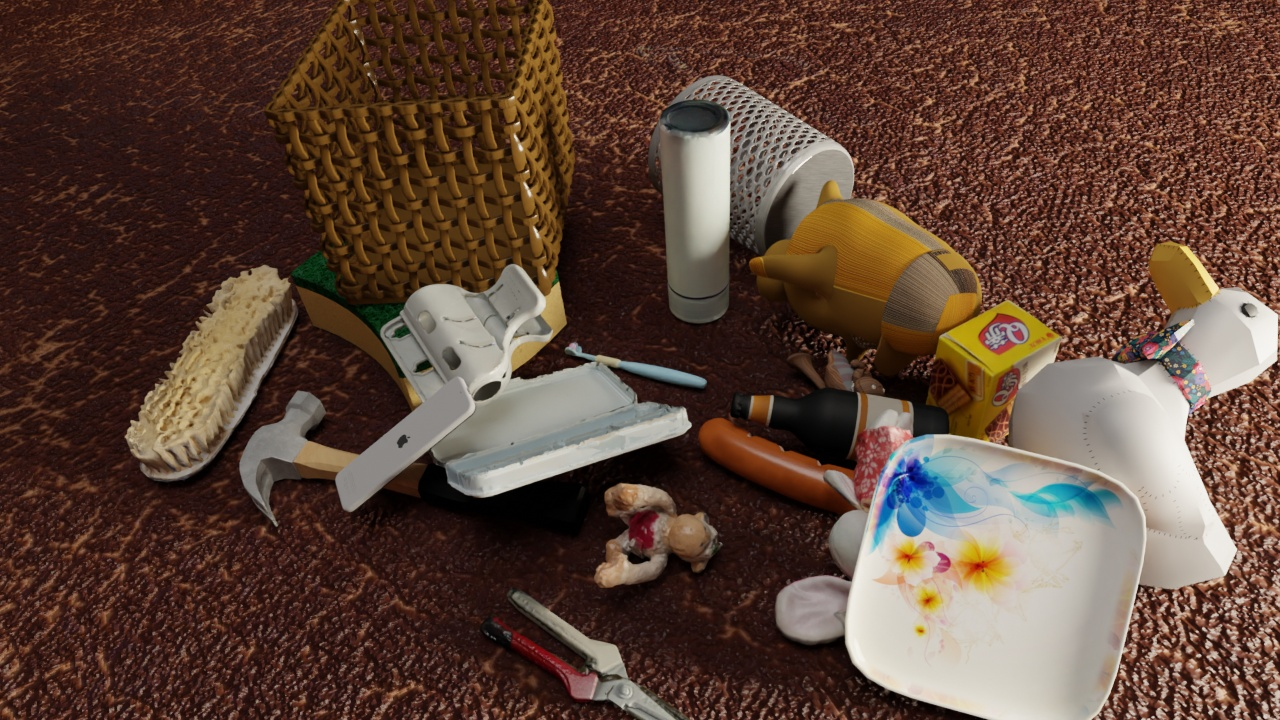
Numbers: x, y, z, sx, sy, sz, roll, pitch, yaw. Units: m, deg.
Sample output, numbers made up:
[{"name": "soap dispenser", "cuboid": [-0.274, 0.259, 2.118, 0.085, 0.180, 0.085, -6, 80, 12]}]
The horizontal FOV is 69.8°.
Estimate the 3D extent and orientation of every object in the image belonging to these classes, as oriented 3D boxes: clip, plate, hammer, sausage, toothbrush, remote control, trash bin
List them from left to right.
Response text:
[{"name": "remote control", "cuboid": [-0.203, 0.072, 0.787, 0.147, 0.008, 0.045, -39, 48, 6]}, {"name": "hammer", "cuboid": [-0.207, 0.107, 0.829, 0.328, 0.039, 0.130, 8, 47, 14]}, {"name": "clip", "cuboid": [-0.154, -0.024, 0.843, 0.143, 0.074, 0.124, -31, 64, -12]}, {"name": "toothbrush", "cuboid": [-0.006, 0.005, 0.923, 0.155, 0.016, 0.022, 14, 10, 22]}, {"name": "trash bin", "cuboid": [0.126, -0.212, 1.035, 0.156, 0.157, 0.183, -31, 51, -23]}, {"name": "sausage", "cuboid": [0.122, 0.093, 0.798, 0.164, 0.039, 0.044, 21, 43, 26]}, {"name": "plate", "cuboid": [0.247, 0.154, 0.647, 0.187, 0.016, 0.187, 14, 89, 6]}]

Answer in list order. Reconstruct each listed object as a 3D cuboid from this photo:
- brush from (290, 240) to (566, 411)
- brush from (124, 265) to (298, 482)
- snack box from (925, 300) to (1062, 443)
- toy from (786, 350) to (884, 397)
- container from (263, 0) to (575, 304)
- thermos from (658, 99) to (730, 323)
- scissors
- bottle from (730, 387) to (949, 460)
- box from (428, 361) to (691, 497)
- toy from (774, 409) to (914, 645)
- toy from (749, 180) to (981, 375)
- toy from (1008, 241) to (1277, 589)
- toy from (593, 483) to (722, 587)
[{"name": "brush", "cuboid": [-0.226, -0.067, 0.983, 0.194, 0.075, 0.250, -35, 50, -27]}, {"name": "brush", "cuboid": [-0.432, 0.007, 0.946, 0.083, 0.057, 0.270, 2, 45, 8]}, {"name": "snack box", "cuboid": [0.307, 0.015, 0.807, 0.083, 0.106, 0.061, -26, 48, -19]}, {"name": "toy", "cuboid": [0.188, 0.019, 0.860, 0.041, 0.055, 0.101, 10, 34, -43]}, {"name": "container", "cuboid": [-0.197, -0.220, 0.926, 0.220, 0.214, 0.251, -2, 44, 5]}, {"name": "thermos", "cuboid": [0.056, -0.140, 0.911, 0.068, 0.230, 0.067, -3, 44, 3]}, {"name": "scissors", "cuboid": [-0.042, 0.236, 0.688, 0.146, 0.015, 0.187, -17, 45, -12]}, {"name": "bottle", "cuboid": [0.169, 0.054, 0.799, 0.182, 0.059, 0.059, 10, 46, 5]}, {"name": "box", "cuboid": [-0.084, 0.061, 0.821, 0.209, 0.061, 0.193, -16, 18, -28]}, {"name": "toy", "cuboid": [0.187, 0.130, 0.707, 0.159, 0.084, 0.194, 3, 70, 9]}, {"name": "toy", "cuboid": [0.227, -0.067, 0.873, 0.198, 0.163, 0.203, -7, 27, -33]}, {"name": "toy", "cuboid": [0.382, 0.055, 0.712, 0.267, 0.141, 0.246, -24, 82, 2]}, {"name": "toy", "cuboid": [0.017, 0.148, 0.742, 0.106, 0.074, 0.085, 12, 76, -9]}]
